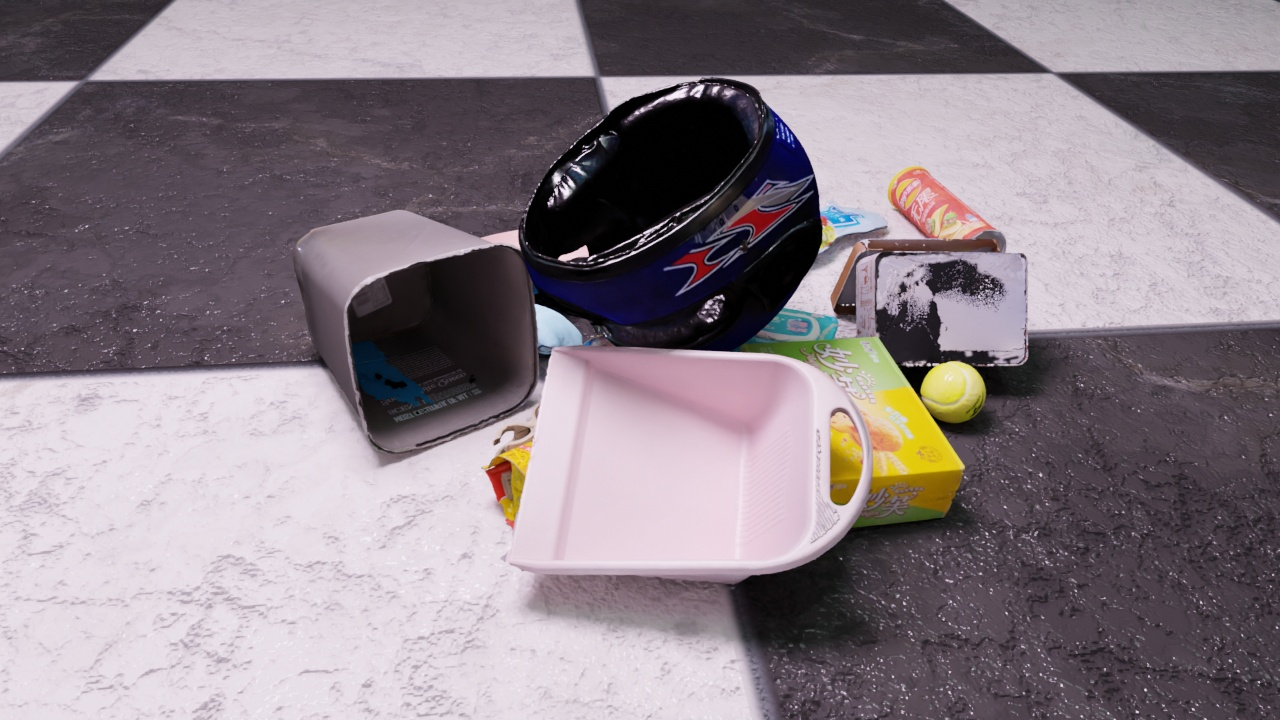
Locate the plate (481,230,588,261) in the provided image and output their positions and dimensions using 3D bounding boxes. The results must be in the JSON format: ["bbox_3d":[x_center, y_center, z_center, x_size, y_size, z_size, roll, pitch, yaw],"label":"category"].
[{"bbox_3d":[-0.133,-0.138,1.185,0.229,0.028,0.229,-5,20,2],"label":"plate"}]

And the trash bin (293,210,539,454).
[{"bbox_3d":[-0.248,-0.047,0.972,0.198,0.199,0.220,-20,34,-31],"label":"trash bin"}]

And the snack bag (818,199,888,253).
[{"bbox_3d":[0.261,-0.190,1.320,0.190,0.039,0.110,-27,33,-36],"label":"snack bag"}]

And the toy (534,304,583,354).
[{"bbox_3d":[-0.128,-0.044,1.064,0.156,0.050,0.161,22,11,-8],"label":"toy"}]

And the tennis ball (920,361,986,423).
[{"bbox_3d":[0.334,0.034,0.979,0.065,0.066,0.065,1,35,-1],"label":"tennis ball"}]

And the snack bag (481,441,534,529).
[{"bbox_3d":[-0.038,0.100,0.881,0.207,0.073,0.128,-18,39,-37],"label":"snack bag"}]

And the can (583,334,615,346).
[{"bbox_3d":[-0.006,0.006,1.010,0.102,0.057,0.083,-18,38,-27],"label":"can"}]

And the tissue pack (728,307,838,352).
[{"bbox_3d":[0.157,-0.023,1.064,0.133,0.050,0.093,10,37,11],"label":"tissue pack"}]

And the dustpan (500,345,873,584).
[{"bbox_3d":[0.043,0.074,0.776,0.273,0.139,0.222,13,57,-13],"label":"dustpan"}]

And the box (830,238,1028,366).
[{"bbox_3d":[0.331,-0.068,1.091,0.183,0.155,0.187,1,-1,-3],"label":"box"}]

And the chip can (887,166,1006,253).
[{"bbox_3d":[0.437,-0.205,1.320,0.073,0.073,0.216,-8,36,-14],"label":"chip can"}]

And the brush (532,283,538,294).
[{"bbox_3d":[-0.113,-0.092,1.164,0.254,0.046,0.083,-5,35,-3],"label":"brush"}]

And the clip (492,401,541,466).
[{"bbox_3d":[-0.112,0.074,0.929,0.071,0.035,0.099,22,35,27],"label":"clip"}]

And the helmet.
[{"bbox_3d":[0.040,-0.115,0.929,0.247,0.240,0.314,25,61,37],"label":"helmet"}]

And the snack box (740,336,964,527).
[{"bbox_3d":[0.197,0.066,0.911,0.157,0.070,0.209,-4,39,-12],"label":"snack box"}]

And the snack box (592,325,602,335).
[{"bbox_3d":[0.005,-0.092,1.099,0.125,0.113,0.053,-10,36,-19],"label":"snack box"}]
